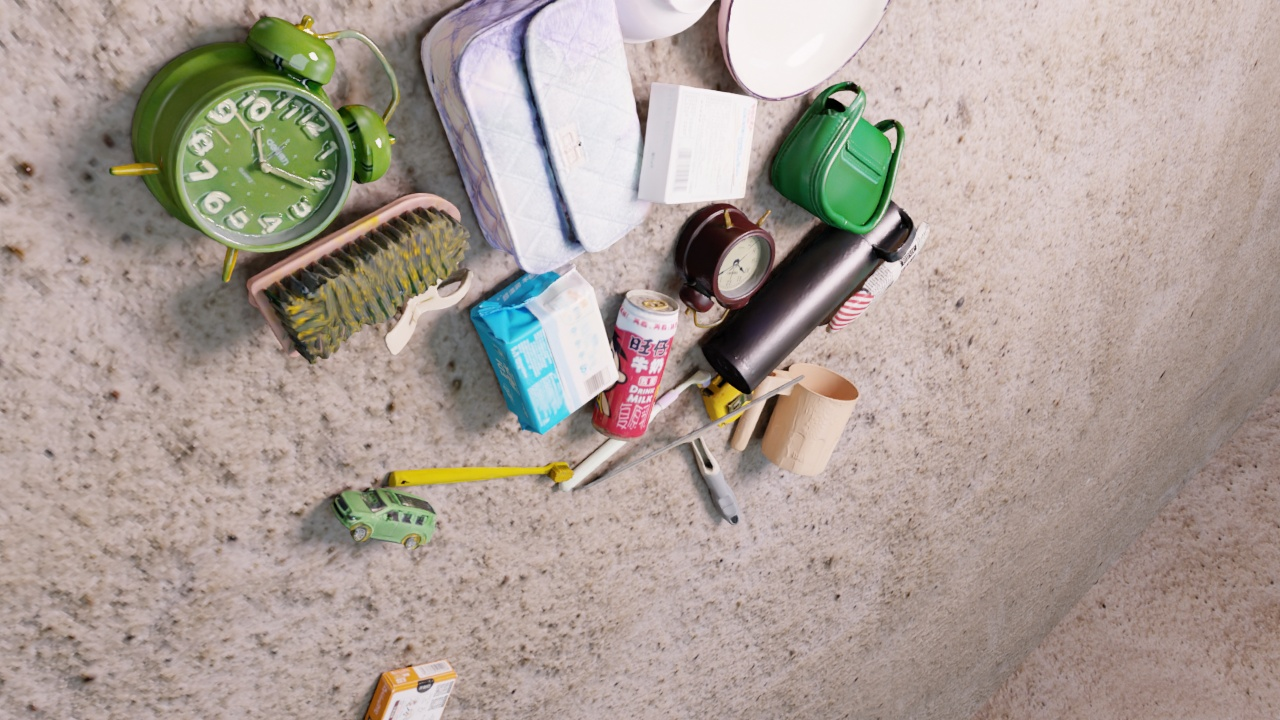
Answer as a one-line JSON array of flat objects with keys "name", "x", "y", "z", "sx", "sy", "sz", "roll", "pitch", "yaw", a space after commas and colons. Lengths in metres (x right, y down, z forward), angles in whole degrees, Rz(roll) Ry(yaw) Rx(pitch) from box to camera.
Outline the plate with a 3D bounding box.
[{"name": "plate", "x": 0.132, "y": -0.303, "z": 0.731, "sx": 0.192, "sy": 0.039, "sz": 0.193, "roll": -28, "pitch": 145, "yaw": -22}]

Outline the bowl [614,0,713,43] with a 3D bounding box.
[{"name": "bowl", "x": 0.019, "y": -0.274, "z": 0.638, "sx": 0.118, "sy": 0.065, "sz": 0.118, "roll": -20, "pitch": 131, "yaw": -26}]

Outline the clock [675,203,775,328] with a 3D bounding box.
[{"name": "clock", "x": 0.075, "y": -0.085, "z": 0.843, "sx": 0.081, "sy": 0.055, "sz": 0.122, "roll": -8, "pitch": 125, "yaw": -40}]

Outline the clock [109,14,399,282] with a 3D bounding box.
[{"name": "clock", "x": -0.213, "y": -0.131, "z": 0.538, "sx": 0.161, "sy": 0.056, "sz": 0.116, "roll": -43, "pitch": 140, "yaw": -11}]

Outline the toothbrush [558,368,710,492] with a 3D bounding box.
[{"name": "toothbrush", "x": -0.005, "y": 0.069, "z": 0.912, "sx": 0.189, "sy": 0.029, "sz": 0.020, "roll": -37, "pitch": 96, "yaw": -15}]

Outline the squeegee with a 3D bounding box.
[{"name": "squeegee", "x": 0.078, "y": 0.121, "z": 1.014, "sx": 0.246, "sy": 0.039, "sz": 0.247, "roll": -27, "pitch": 144, "yaw": 0}]

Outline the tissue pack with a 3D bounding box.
[{"name": "tissue pack", "x": -0.078, "y": -0.010, "z": 0.749, "sx": 0.089, "sy": 0.063, "sz": 0.140, "roll": -36, "pitch": 139, "yaw": -20}]

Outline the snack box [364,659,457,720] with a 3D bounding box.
[{"name": "snack box", "x": -0.240, "y": 0.369, "z": 0.908, "sx": 0.075, "sy": 0.026, "sz": 0.154, "roll": 5, "pitch": 116, "yaw": -45}]

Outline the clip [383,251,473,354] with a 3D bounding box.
[{"name": "clip", "x": -0.160, "y": -0.047, "z": 0.661, "sx": 0.097, "sy": 0.060, "sz": 0.034, "roll": -42, "pitch": 140, "yaw": -29}]

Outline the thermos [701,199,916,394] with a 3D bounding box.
[{"name": "thermos", "x": 0.175, "y": -0.069, "z": 0.923, "sx": 0.242, "sy": 0.090, "sz": 0.068, "roll": -44, "pitch": 123, "yaw": -9}]

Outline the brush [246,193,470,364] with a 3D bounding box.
[{"name": "brush", "x": -0.182, "y": -0.065, "z": 0.605, "sx": 0.145, "sy": 0.073, "sz": 0.063, "roll": -37, "pitch": 139, "yaw": -23}]

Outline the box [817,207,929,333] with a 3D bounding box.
[{"name": "box", "x": 0.257, "y": -0.088, "z": 0.996, "sx": 0.163, "sy": 0.077, "sz": 0.075, "roll": -46, "pitch": 145, "yaw": -11}]

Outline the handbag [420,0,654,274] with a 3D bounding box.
[{"name": "handbag", "x": -0.061, "y": -0.161, "z": 0.643, "sx": 0.134, "sy": 0.075, "sz": 0.194, "roll": -37, "pitch": 139, "yaw": -21}]

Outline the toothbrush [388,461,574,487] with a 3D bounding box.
[{"name": "toothbrush", "x": -0.135, "y": 0.103, "z": 0.816, "sx": 0.189, "sy": 0.016, "sz": 0.016, "roll": 4, "pitch": 115, "yaw": -45}]

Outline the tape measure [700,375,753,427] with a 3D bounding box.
[{"name": "tape measure", "x": 0.095, "y": 0.040, "z": 0.976, "sx": 0.057, "sy": 0.029, "sz": 0.060, "roll": -38, "pitch": 139, "yaw": -16}]

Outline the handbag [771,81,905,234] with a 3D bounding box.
[{"name": "handbag", "x": 0.194, "y": -0.189, "z": 0.867, "sx": 0.131, "sy": 0.068, "sz": 0.120, "roll": 13, "pitch": 108, "yaw": -48}]

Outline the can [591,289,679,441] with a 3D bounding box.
[{"name": "can", "x": -0.005, "y": 0.005, "z": 0.836, "sx": 0.053, "sy": 0.053, "sz": 0.133, "roll": -8, "pitch": 124, "yaw": -40}]

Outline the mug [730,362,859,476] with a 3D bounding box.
[{"name": "mug", "x": 0.172, "y": 0.065, "z": 1.037, "sx": 0.124, "sy": 0.084, "sz": 0.104, "roll": 9, "pitch": 116, "yaw": -20}]

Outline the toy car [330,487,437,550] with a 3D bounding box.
[{"name": "toy car", "x": -0.207, "y": 0.126, "z": 0.746, "sx": 0.091, "sy": 0.043, "sz": 0.036, "roll": 20, "pitch": 107, "yaw": -50}]

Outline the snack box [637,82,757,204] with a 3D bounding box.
[{"name": "snack box", "x": 0.048, "y": -0.170, "z": 0.723, "sx": 0.156, "sy": 0.027, "sz": 0.085, "roll": -23, "pitch": 123, "yaw": -60}]
